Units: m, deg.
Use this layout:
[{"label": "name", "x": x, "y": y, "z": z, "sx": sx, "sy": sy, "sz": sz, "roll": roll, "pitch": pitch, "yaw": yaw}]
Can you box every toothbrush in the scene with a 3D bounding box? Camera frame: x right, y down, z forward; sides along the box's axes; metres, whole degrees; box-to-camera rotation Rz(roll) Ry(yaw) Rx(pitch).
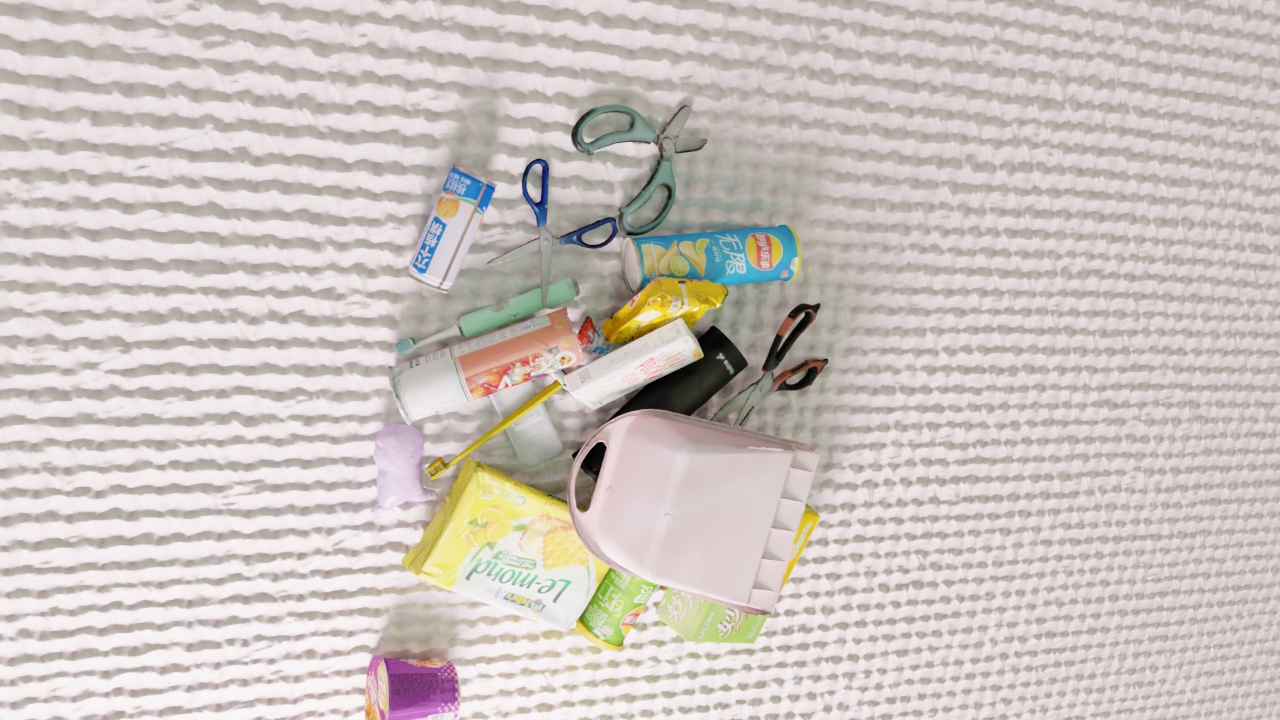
[{"label": "toothbrush", "x": -0.177, "y": -0.050, "z": 1.071, "sx": 0.224, "sy": 0.026, "sz": 0.027, "roll": -22, "pitch": 136, "yaw": -12}, {"label": "toothbrush", "x": -0.174, "y": 0.080, "z": 1.093, "sx": 0.190, "sy": 0.016, "sz": 0.016, "roll": -36, "pitch": 107, "yaw": -5}]

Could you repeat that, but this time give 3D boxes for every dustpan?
[{"label": "dustpan", "x": 0.059, "y": 0.171, "z": 1.123, "sx": 0.273, "sy": 0.139, "sz": 0.222, "roll": 18, "pitch": 92, "yaw": -33}]

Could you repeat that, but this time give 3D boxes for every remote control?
[{"label": "remote control", "x": -0.143, "y": 0.066, "z": 1.120, "sx": 0.056, "sy": 0.020, "sz": 0.136, "roll": -26, "pitch": 113, "yaw": -10}]

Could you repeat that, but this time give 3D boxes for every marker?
[{"label": "marker", "x": -0.118, "y": -0.002, "z": 1.113, "sx": 0.018, "sy": 0.015, "sz": 0.124, "roll": -42, "pitch": 117, "yaw": 1}]

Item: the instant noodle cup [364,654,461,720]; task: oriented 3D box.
[{"label": "instant noodle cup", "x": -0.281, "y": 0.419, "z": 1.137, "sx": 0.099, "sy": 0.111, "sz": 0.112, "roll": 5, "pitch": 104, "yaw": -30}]

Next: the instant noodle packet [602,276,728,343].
[{"label": "instant noodle packet", "x": 0.026, "y": -0.058, "z": 1.083, "sx": 0.110, "sy": 0.129, "sz": 0.044, "roll": -2, "pitch": 69, "yaw": -34}]

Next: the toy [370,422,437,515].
[{"label": "toy", "x": -0.280, "y": 0.124, "z": 1.081, "sx": 0.083, "sy": 0.039, "sz": 0.108, "roll": -10, "pitch": 106, "yaw": -35}]

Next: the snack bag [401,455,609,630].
[{"label": "snack bag", "x": -0.149, "y": 0.227, "z": 1.140, "sx": 0.246, "sy": 0.068, "sz": 0.158, "roll": 28, "pitch": 95, "yaw": -24}]

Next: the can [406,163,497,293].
[{"label": "can", "x": -0.210, "y": -0.145, "z": 1.015, "sx": 0.053, "sy": 0.053, "sz": 0.134, "roll": 23, "pitch": 97, "yaw": -24}]

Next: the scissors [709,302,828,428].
[{"label": "scissors", "x": 0.172, "y": 0.020, "z": 1.183, "sx": 0.225, "sy": 0.015, "sz": 0.189, "roll": -12, "pitch": 121, "yaw": -38}]

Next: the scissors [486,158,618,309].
[{"label": "scissors", "x": -0.100, "y": -0.146, "z": 1.062, "sx": 0.162, "sy": 0.012, "sz": 0.173, "roll": -2, "pitch": 95, "yaw": -27}]

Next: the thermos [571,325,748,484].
[{"label": "thermos", "x": 0.029, "y": 0.067, "z": 1.159, "sx": 0.242, "sy": 0.068, "sz": 0.090, "roll": -42, "pitch": 124, "yaw": -2}]

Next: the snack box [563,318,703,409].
[{"label": "snack box", "x": -0.007, "y": 0.006, "z": 1.098, "sx": 0.157, "sy": 0.027, "sz": 0.084, "roll": -26, "pitch": 158, "yaw": 8}]

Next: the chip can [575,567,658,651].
[{"label": "chip can", "x": -0.001, "y": 0.269, "z": 1.202, "sx": 0.072, "sy": 0.072, "sz": 0.221, "roll": 29, "pitch": 95, "yaw": -24}]

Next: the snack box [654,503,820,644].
[{"label": "snack box", "x": 0.132, "y": 0.271, "z": 1.222, "sx": 0.157, "sy": 0.070, "sz": 0.210, "roll": 20, "pitch": 99, "yaw": -46}]

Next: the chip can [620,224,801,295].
[{"label": "chip can", "x": 0.086, "y": -0.122, "z": 1.115, "sx": 0.210, "sy": 0.071, "sz": 0.071, "roll": -7, "pitch": 108, "yaw": -17}]

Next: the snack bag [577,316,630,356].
[{"label": "snack bag", "x": -0.036, "y": -0.017, "z": 1.130, "sx": 0.104, "sy": 0.026, "sz": 0.048, "roll": 27, "pitch": 104, "yaw": -24}]

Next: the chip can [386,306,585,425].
[{"label": "chip can", "x": -0.175, "y": 0.004, "z": 1.051, "sx": 0.214, "sy": 0.071, "sz": 0.071, "roll": -20, "pitch": 111, "yaw": -7}]

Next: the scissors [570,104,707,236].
[{"label": "scissors", "x": -0.010, "y": -0.242, "z": 1.073, "sx": 0.181, "sy": 0.019, "sz": 0.170, "roll": 30, "pitch": 91, "yaw": -23}]
